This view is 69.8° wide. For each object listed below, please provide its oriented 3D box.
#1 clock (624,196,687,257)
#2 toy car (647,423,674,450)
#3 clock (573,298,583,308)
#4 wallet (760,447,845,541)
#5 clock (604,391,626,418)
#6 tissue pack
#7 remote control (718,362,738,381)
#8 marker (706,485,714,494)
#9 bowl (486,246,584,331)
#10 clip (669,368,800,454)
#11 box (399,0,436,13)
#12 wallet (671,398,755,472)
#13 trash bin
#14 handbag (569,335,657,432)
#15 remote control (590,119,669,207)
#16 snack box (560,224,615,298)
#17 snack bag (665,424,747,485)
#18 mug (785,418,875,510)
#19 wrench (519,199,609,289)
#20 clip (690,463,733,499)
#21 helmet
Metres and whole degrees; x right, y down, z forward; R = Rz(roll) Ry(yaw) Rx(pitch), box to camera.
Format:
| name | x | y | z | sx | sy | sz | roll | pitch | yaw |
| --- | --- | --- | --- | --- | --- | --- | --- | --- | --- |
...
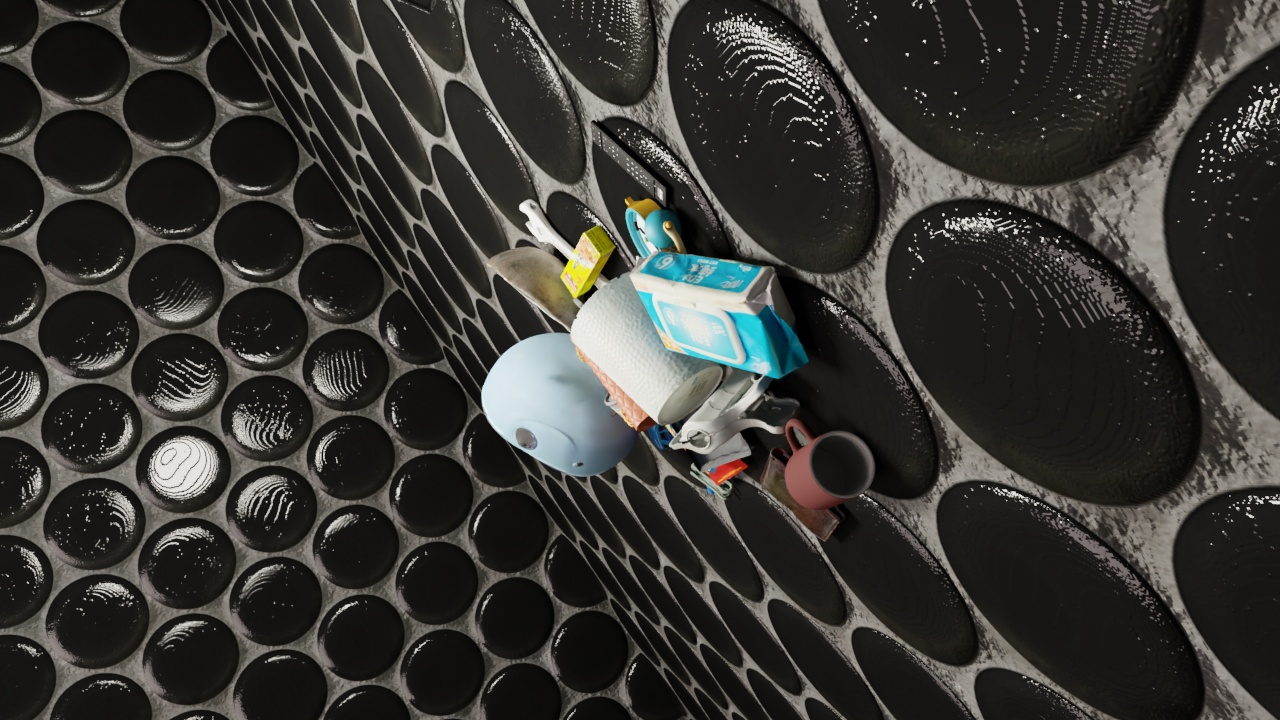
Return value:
| name | x | y | z | sx | sy | sz | roll | pitch | yaw |
| --- | --- | --- | --- | --- | --- | --- | --- | --- | --- |
| clock | 0.022 | -0.139 | 1.066 | 0.129 | 0.043 | 0.099 | 48 | 162 | 45 |
| toy car | 0.032 | 0.092 | 1.435 | 0.056 | 0.043 | 0.120 | 42 | 155 | 44 |
| clock | -0.050 | -0.049 | 1.386 | 0.094 | 0.042 | 0.119 | 46 | 169 | 26 |
| wallet | 0.204 | 0.170 | 1.160 | 0.120 | 0.031 | 0.099 | 46 | 163 | 20 |
| clock | 0.004 | 0.040 | 1.332 | 0.056 | 0.103 | 0.148 | 50 | 159 | -14 |
| tissue pack | 0.076 | -0.054 | 0.981 | 0.210 | 0.065 | 0.117 | 17 | 144 | 45 |
| remote control | 0.087 | 0.003 | 1.191 | 0.050 | 0.011 | 0.136 | 60 | 161 | -14 |
| marker | 0.095 | 0.156 | 1.436 | 0.013 | 0.013 | 0.142 | 34 | 152 | 49 |
| bowl | -0.148 | -0.123 | 1.438 | 0.178 | 0.081 | 0.178 | 40 | 179 | 1 |
| clip | 0.110 | 0.054 | 1.069 | 0.144 | 0.124 | 0.075 | -19 | 110 | 46 |
| box | -0.206 | -0.489 | 0.880 | 0.167 | 0.380 | 0.172 | 39 | 173 | 41 |
| wallet | 0.098 | 0.098 | 1.252 | 0.115 | 0.026 | 0.089 | -28 | 94 | 47 |
| trash bin | 0.013 | -0.011 | 1.154 | 0.161 | 0.133 | 0.133 | 49 | 161 | 23 |
| handbag | -0.007 | 0.007 | 1.250 | 0.172 | 0.108 | 0.060 | 53 | 167 | 27 |
| remote control | -0.013 | -0.226 | 1.048 | 0.140 | 0.009 | 0.030 | 46 | 160 | 26 |
| snack box | -0.076 | -0.138 | 1.302 | 0.040 | 0.028 | 0.148 | 54 | 154 | 6 |
| snack bag | 0.087 | 0.111 | 1.330 | 0.144 | 0.039 | 0.131 | 49 | 156 | 5 |
| mug | 0.194 | 0.108 | 0.999 | 0.105 | 0.073 | 0.083 | 49 | 162 | 7 |
| wrench | -0.097 | -0.154 | 1.380 | 0.273 | 0.018 | 0.066 | 44 | 159 | 28 |
| clip | 0.111 | 0.183 | 1.411 | 0.076 | 0.023 | 0.045 | 37 | 152 | 23 |
| helmet | -0.119 | 0.047 | 1.470 | 0.266 | 0.224 | 0.167 | 22 | 130 | 6 |
